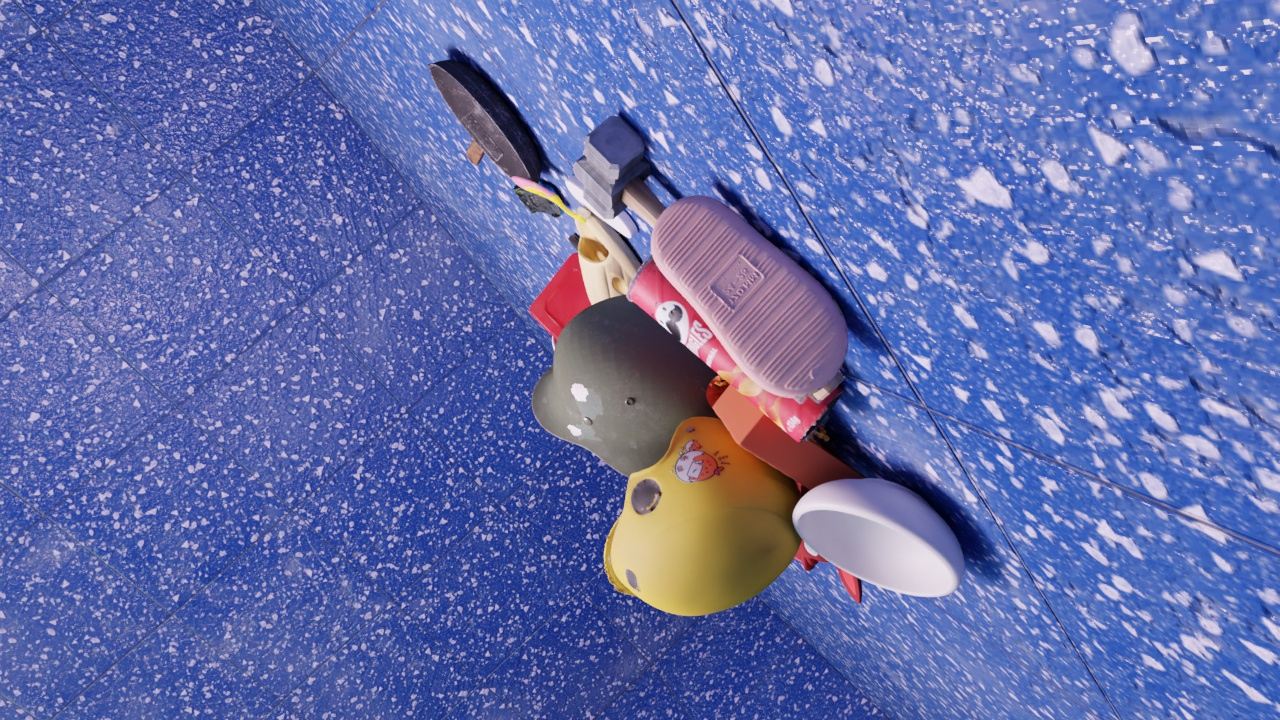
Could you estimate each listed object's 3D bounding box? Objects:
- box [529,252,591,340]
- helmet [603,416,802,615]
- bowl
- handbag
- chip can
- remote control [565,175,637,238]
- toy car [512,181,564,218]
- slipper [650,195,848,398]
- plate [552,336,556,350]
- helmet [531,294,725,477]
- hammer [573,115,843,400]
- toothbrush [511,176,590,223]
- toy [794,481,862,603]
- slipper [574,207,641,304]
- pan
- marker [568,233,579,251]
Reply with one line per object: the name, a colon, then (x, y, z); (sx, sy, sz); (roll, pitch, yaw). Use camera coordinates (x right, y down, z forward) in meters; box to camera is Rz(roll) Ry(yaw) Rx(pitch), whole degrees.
box: (-0.073, -0.064, 1.387); (0.157, 0.136, 0.123); (43, 171, 21)
helmet: (0.086, 0.196, 1.022); (0.209, 0.240, 0.140); (45, 171, -37)
bowl: (0.250, 0.170, 0.945); (0.177, 0.066, 0.177); (25, 154, 13)
handbag: (0.161, 0.080, 1.006); (0.172, 0.060, 0.109); (33, -170, -30)
chip can: (0.094, -0.017, 0.915); (0.233, 0.073, 0.073); (41, 170, 16)
remote control: (-0.048, -0.186, 1.102); (0.136, 0.013, 0.043); (41, 169, 41)
toy car: (-0.139, -0.231, 1.294); (0.105, 0.032, 0.048); (22, 154, 50)
slipper: (0.094, -0.057, 0.770); (0.197, 0.093, 0.081); (49, -168, 9)
plate: (-0.060, -0.005, 1.479); (0.182, 0.181, 0.034); (45, 131, 21)
helmet: (-0.007, 0.007, 1.104); (0.226, 0.268, 0.154); (-88, -8, -47)
hammer: (0.064, -0.088, 0.858); (0.323, 0.051, 0.117); (46, 167, 7)
toothbrush: (-0.114, -0.207, 1.160); (0.135, 0.016, 0.021); (33, 173, 28)
toy: (0.211, 0.194, 1.151); (0.197, 0.120, 0.158); (-147, 54, -62)
slipper: (-0.029, -0.090, 1.230); (0.261, 0.079, 0.111); (53, 174, -34)
pan: (-0.215, -0.316, 1.278); (0.207, 0.040, 0.357); (50, 173, -12)
marker: (-0.062, -0.147, 1.348); (0.138, 0.016, 0.022); (42, 147, 29)
